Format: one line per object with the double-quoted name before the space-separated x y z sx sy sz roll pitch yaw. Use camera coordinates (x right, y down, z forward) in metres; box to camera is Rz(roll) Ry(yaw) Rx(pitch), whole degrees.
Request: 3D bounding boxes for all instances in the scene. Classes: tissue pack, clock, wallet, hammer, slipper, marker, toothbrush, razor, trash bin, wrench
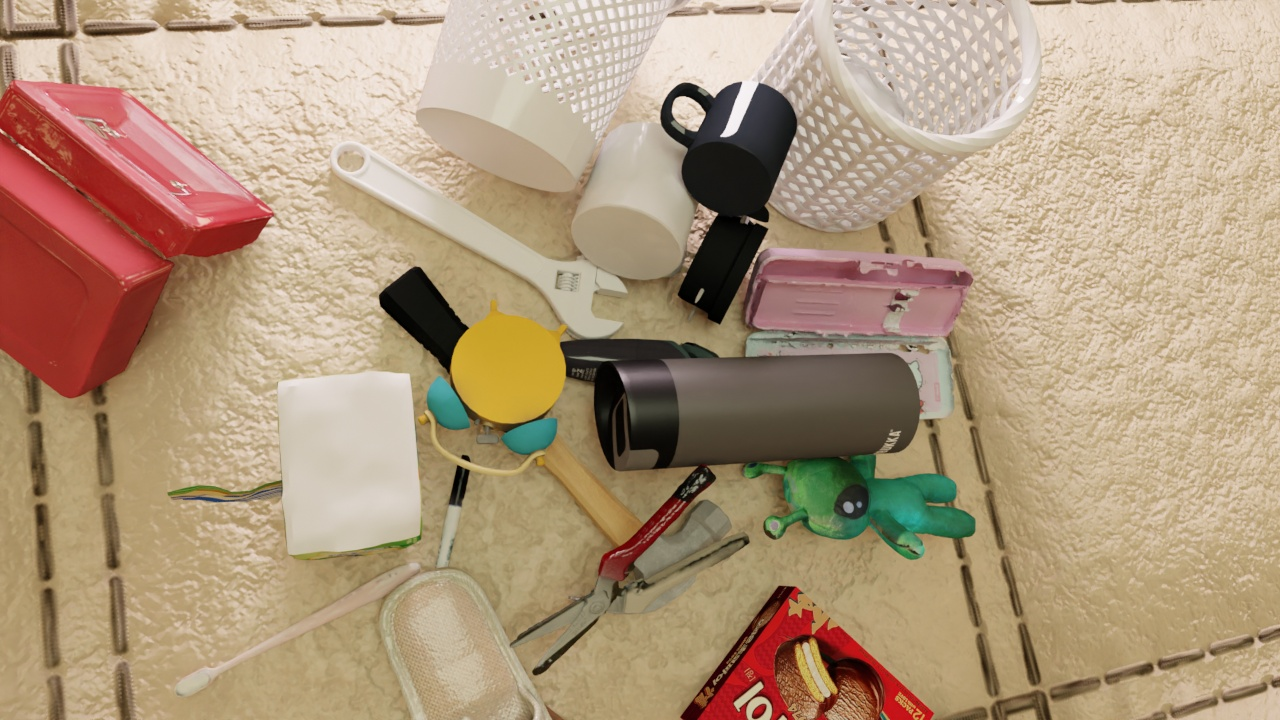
"tissue pack" -0.221 0.078 0.596 0.141 0.198 0.120 -4 73 -18
"clock" -0.104 0.022 0.683 0.099 0.044 0.129 20 68 -7
"wallet" -0.083 0.323 0.674 0.087 0.013 0.120 38 72 -4
"hammer" -0.080 0.061 0.720 0.131 0.039 0.328 -43 90 -17
"slipper" -0.112 0.274 0.644 0.115 0.052 0.263 -21 81 -17
"marker" -0.149 0.146 0.697 0.011 0.011 0.152 13 75 -11
"toothbrush" -0.243 0.191 0.660 0.181 0.018 0.015 -26 86 -19
"clock" 0.073 -0.090 0.765 0.042 0.091 0.120 27 79 3
"razor" -0.004 0.004 0.750 0.143 0.047 0.052 4 53 -11
"trash bin" -0.076 -0.253 0.722 0.195 0.196 0.199 22 83 -9
"wrench" -0.131 -0.101 0.753 0.273 0.018 0.066 30 73 -5

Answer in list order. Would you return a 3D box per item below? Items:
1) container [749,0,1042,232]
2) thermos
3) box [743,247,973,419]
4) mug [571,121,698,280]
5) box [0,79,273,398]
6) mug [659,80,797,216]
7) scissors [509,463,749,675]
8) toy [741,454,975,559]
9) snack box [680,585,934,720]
"container" 0.197 -0.226 0.773 0.189 0.187 0.189 3 77 -14
"thermos" 0.089 0.038 0.710 0.240 0.082 0.082 -2 78 -18
"box" 0.186 -0.024 0.805 0.201 0.066 0.154 2 105 -14
"mug" 0.007 -0.120 0.753 0.121 0.091 0.090 50 47 -43
"box" -0.396 -0.086 0.649 0.156 0.156 0.170 40 99 -3
"mug" 0.063 -0.173 0.707 0.105 0.071 0.077 32 55 -10
"scissors" 0.001 0.154 0.677 0.179 0.015 0.185 7 106 -30
"toy" 0.184 0.118 0.761 0.193 0.073 0.130 8 37 -16
"snack box" 0.133 0.281 0.726 0.152 0.036 0.132 43 72 -2
